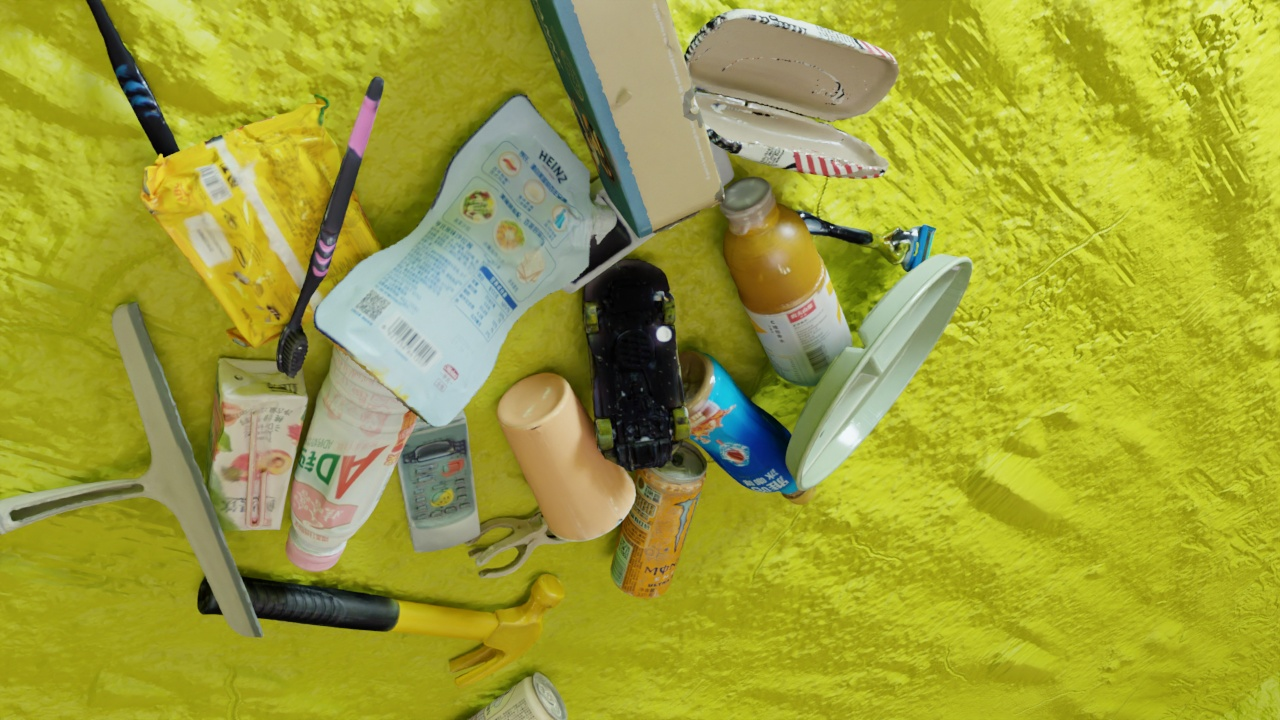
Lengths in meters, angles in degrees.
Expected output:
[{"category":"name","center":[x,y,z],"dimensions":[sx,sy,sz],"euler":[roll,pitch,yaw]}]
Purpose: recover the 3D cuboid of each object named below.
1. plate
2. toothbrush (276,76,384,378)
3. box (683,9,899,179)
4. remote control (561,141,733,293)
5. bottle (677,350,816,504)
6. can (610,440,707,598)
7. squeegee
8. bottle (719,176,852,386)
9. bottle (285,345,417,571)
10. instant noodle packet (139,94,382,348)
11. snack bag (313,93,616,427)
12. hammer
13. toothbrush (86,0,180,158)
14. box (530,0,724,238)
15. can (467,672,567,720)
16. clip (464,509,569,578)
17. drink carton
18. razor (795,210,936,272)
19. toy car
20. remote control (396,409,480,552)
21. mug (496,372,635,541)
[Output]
[{"category":"plate","center":[0.192,0.009,0.752],"dimensions":[0.229,0.027,0.231],"euler":[-42,156,-23]},{"category":"toothbrush","center":[-0.175,-0.069,0.518],"dimensions":[0.014,0.018,0.189],"euler":[0,124,-48]},{"category":"box","center":[0.104,-0.173,0.596],"dimensions":[0.162,0.075,0.087],"euler":[2,126,-28]},{"category":"remote control","center":[-0.007,-0.106,0.629],"dimensions":[0.150,0.021,0.058],"euler":[-36,133,2]},{"category":"bottle","center":[0.091,0.069,0.785],"dimensions":[0.065,0.065,0.218],"euler":[-42,132,8]},{"category":"can","center":[0.015,0.141,0.807],"dimensions":[0.058,0.058,0.146],"euler":[-3,126,-25]},{"category":"squeegee","center":[-0.399,0.101,0.581],"dimensions":[0.246,0.039,0.247],"euler":[-14,113,-10]},{"category":"bottle","center":[0.108,-0.057,0.694],"dimensions":[0.068,0.068,0.189],"euler":[-33,133,0]},{"category":"bottle","center":[-0.202,0.064,0.635],"dimensions":[0.068,0.068,0.197],"euler":[10,122,-33]},{"category":"instant noodle packet","center":[-0.210,-0.078,0.531],"dimensions":[0.110,0.044,0.128],"euler":[-29,137,-16]},{"category":"snack bag","center":[-0.100,-0.060,0.565],"dimensions":[0.110,0.039,0.190],"euler":[43,76,-18]},{"category":"hammer","center":[-0.211,0.214,0.769],"dimensions":[0.300,0.033,0.129],"euler":[21,112,-37]},{"category":"toothbrush","center":[-0.261,-0.132,0.483],"dimensions":[0.014,0.016,0.190],"euler":[-19,132,-12]},{"category":"box","center":[-0.013,-0.166,0.524],"dimensions":[0.062,0.089,0.184],"euler":[-27,124,-3]},{"category":"can","center":[-0.134,0.365,0.908],"dimensions":[0.116,0.058,0.058],"euler":[-36,133,4]},{"category":"clip","center":[-0.097,0.148,0.778],"dimensions":[0.100,0.034,0.072],"euler":[-24,132,-20]},{"category":"drink carton","center":[-0.260,0.060,0.614],"dimensions":[0.053,0.045,0.123],"euler":[4,124,-31]},{"category":"razor","center":[0.172,-0.098,0.726],"dimensions":[0.142,0.022,0.042],"euler":[7,95,-28]},{"category":"toy car","center":[-0.004,0.004,0.675],"dimensions":[0.070,0.042,0.158],"euler":[-6,99,-7]},{"category":"remote control","center":[-0.157,0.095,0.711],"dimensions":[0.056,0.019,0.135],"euler":[-13,130,-18]},{"category":"mug","center":[-0.061,0.072,0.709],"dimensions":[0.078,0.078,0.123],"euler":[-28,127,-5]}]
